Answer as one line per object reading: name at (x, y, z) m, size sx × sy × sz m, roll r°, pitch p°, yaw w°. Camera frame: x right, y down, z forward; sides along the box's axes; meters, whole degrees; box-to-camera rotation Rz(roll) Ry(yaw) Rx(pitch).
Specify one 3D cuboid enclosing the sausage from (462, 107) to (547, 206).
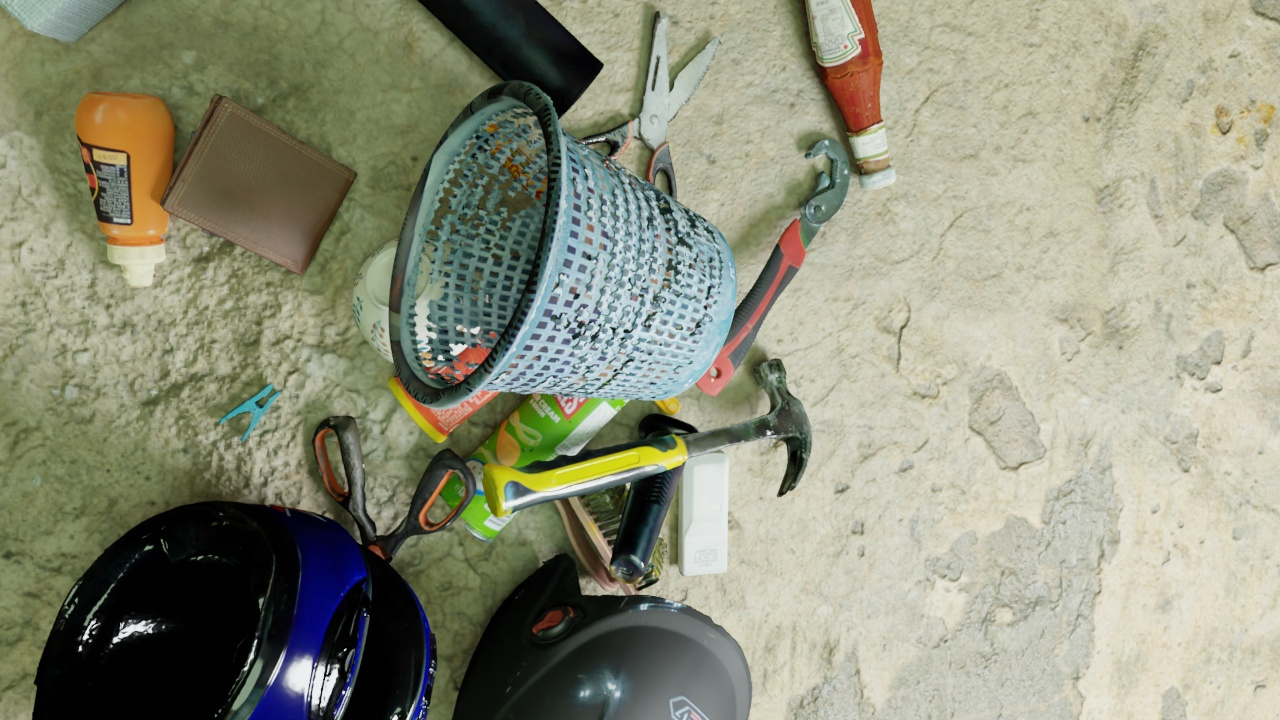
sausage at (-0.095, -0.157, 0.778) m, size 0.021 × 0.021 × 0.165 m, roll -43°, pitch 84°, yaw -3°

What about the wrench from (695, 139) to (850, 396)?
wrench at (0.125, -0.086, 0.850) m, size 0.056 × 0.016 × 0.273 m, roll 33°, pitch 78°, yaw -19°

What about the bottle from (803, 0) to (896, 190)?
bottle at (0.196, -0.259, 0.841) m, size 0.059 × 0.060 × 0.206 m, roll -21°, pitch 108°, yaw -10°

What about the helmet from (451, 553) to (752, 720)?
helmet at (-0.040, 0.319, 0.805) m, size 0.275 × 0.229 × 0.233 m, roll -27°, pitch 111°, yaw 32°

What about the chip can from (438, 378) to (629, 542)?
chip can at (-0.075, 0.055, 0.817) m, size 0.236 × 0.072 × 0.072 m, roll -46°, pitch 108°, yaw 2°

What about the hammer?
hammer at (0.019, 0.083, 0.800) m, size 0.322 × 0.032 × 0.126 m, roll -11°, pitch 71°, yaw -30°

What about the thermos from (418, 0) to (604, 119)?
thermos at (-0.133, -0.308, 0.741) m, size 0.242 × 0.068 × 0.090 m, roll 42°, pitch 85°, yaw -18°

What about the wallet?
wallet at (-0.303, -0.137, 0.735) m, size 0.124 × 0.032 × 0.101 m, roll 28°, pitch 91°, yaw -38°

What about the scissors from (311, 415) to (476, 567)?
scissors at (-0.224, 0.149, 0.799) m, size 0.229 × 0.021 × 0.221 m, roll -26°, pitch 93°, yaw 21°

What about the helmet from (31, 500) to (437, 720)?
helmet at (-0.275, 0.236, 0.694) m, size 0.240 × 0.316 × 0.246 m, roll 36°, pitch 51°, yaw -43°

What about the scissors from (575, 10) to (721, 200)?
scissors at (0.001, -0.194, 0.825) m, size 0.226 × 0.015 × 0.189 m, roll -30°, pitch 106°, yaw -7°

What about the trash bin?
trash bin at (-0.047, -0.059, 0.672) m, size 0.194 × 0.227 × 0.226 m, roll 16°, pitch 97°, yaw -37°

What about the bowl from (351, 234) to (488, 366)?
bowl at (-0.187, -0.056, 0.751) m, size 0.113 × 0.062 × 0.113 m, roll -2°, pitch 73°, yaw 7°

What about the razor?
razor at (0.009, 0.124, 0.830) m, size 0.062 × 0.167 × 0.068 m, roll 18°, pitch 141°, yaw 3°

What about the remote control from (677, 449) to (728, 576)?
remote control at (0.062, 0.150, 0.904) m, size 0.049 × 0.024 × 0.125 m, roll -3°, pitch 102°, yaw -14°

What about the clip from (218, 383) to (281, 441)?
clip at (-0.332, 0.042, 0.786) m, size 0.055 × 0.013 × 0.038 m, roll -46°, pitch 108°, yaw -3°

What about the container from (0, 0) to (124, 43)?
container at (-0.416, -0.298, 0.660) m, size 0.111 × 0.090 × 0.090 m, roll -42°, pitch 107°, yaw -1°

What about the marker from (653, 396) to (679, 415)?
marker at (-0.005, 0.005, 0.863) m, size 0.018 × 0.015 × 0.124 m, roll -44°, pitch 106°, yaw -9°

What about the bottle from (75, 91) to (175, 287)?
bottle at (-0.396, -0.130, 0.713) m, size 0.066 × 0.066 × 0.150 m, roll 1°, pitch 108°, yaw -15°

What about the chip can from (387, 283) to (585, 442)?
chip can at (-0.114, -0.022, 0.799) m, size 0.216 × 0.073 × 0.073 m, roll -39°, pitch 107°, yaw -4°

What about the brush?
brush at (-0.036, 0.153, 0.863) m, size 0.073 × 0.063 × 0.145 m, roll -24°, pitch 107°, yaw 22°
